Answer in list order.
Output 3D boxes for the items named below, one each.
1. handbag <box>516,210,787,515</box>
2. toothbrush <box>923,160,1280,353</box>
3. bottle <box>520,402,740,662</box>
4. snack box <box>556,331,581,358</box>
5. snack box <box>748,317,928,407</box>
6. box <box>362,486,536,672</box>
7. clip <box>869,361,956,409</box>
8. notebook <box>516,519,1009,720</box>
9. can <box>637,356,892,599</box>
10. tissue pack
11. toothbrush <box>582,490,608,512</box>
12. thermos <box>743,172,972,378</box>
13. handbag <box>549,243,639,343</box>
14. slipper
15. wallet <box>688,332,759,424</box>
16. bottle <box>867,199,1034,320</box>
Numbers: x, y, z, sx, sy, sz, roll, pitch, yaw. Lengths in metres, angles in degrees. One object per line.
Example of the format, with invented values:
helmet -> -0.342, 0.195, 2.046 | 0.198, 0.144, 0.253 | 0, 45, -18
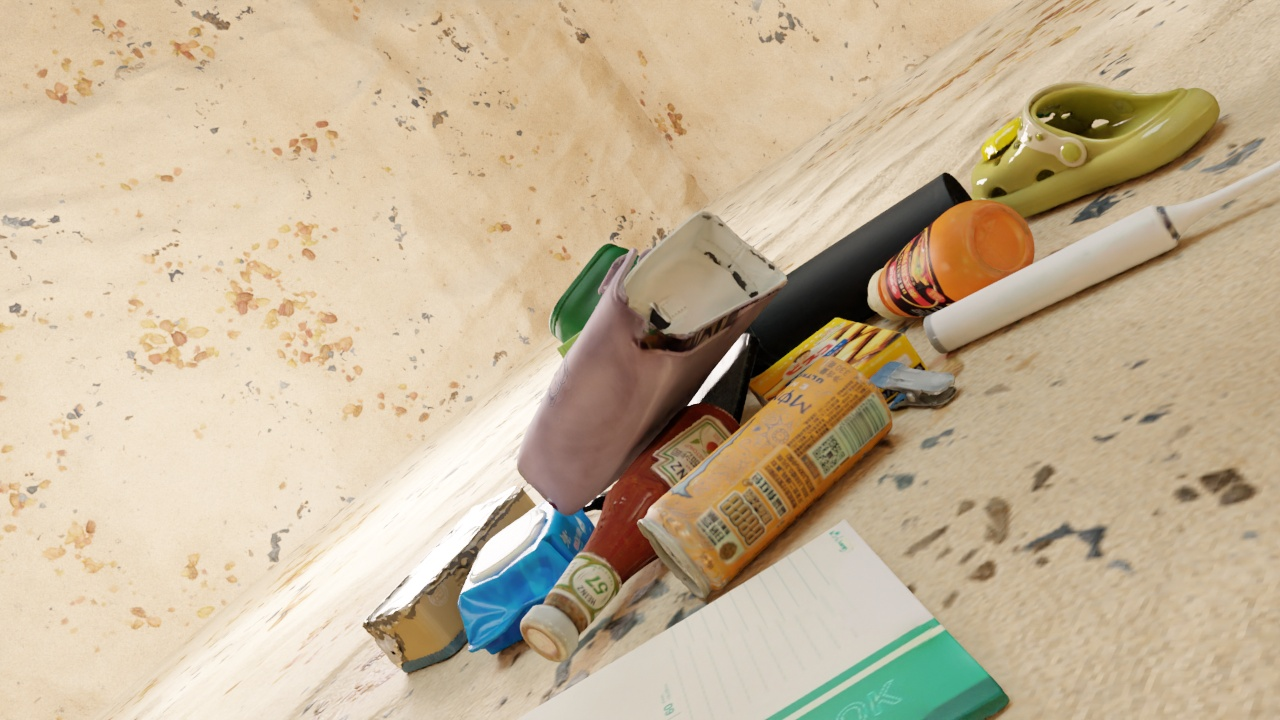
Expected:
handbag -> -0.004, 0.004, 0.658 | 0.144, 0.098, 0.198 | -44, -10, -47
toothbrush -> 0.257, -0.060, 0.502 | 0.222, 0.026, 0.026 | -31, 22, 38
bottle -> -0.001, 0.104, 0.582 | 0.060, 0.060, 0.205 | -28, 13, 48
snack box -> 0.026, -0.027, 0.937 | 0.158, 0.070, 0.209 | -35, -10, 13
snack box -> 0.129, 0.012, 0.628 | 0.087, 0.034, 0.140 | -37, 7, 0
box -> -0.147, 0.179, 0.786 | 0.090, 0.059, 0.183 | -29, 10, 41
clip -> 0.159, 0.015, 0.529 | 0.027, 0.045, 0.058 | -37, 17, -16
notebook -> 0.017, 0.146, 0.357 | 0.209, 0.012, 0.150 | -32, 12, 0
can -> 0.070, 0.062, 0.507 | 0.145, 0.058, 0.058 | -39, 9, -14
tissue pack -> -0.083, 0.152, 0.675 | 0.095, 0.052, 0.157 | -37, 8, 5
toothbrush -> -0.071, 0.139, 0.829 | 0.016, 0.014, 0.190 | -43, 9, -38
thermos -> 0.152, -0.061, 0.743 | 0.243, 0.090, 0.068 | -32, 42, 31
handbag -> -0.034, -0.059, 1.039 | 0.131, 0.068, 0.120 | -55, -21, -10
slipper -> 0.311, -0.164, 0.660 | 0.091, 0.081, 0.191 | -38, 11, -21
wallet -> 0.055, 0.030, 0.725 | 0.121, 0.019, 0.097 | 170, 115, -71
bottle -> 0.201, -0.059, 0.632 | 0.066, 0.067, 0.150 | -41, 2, -20
